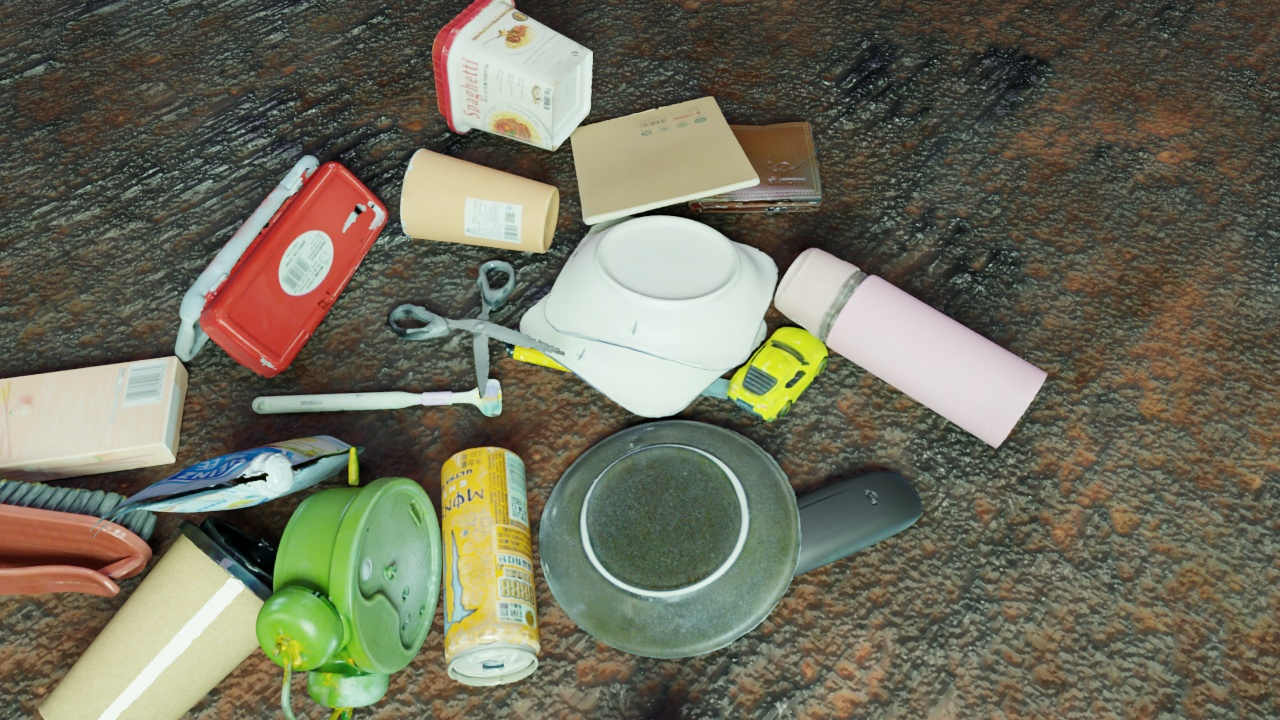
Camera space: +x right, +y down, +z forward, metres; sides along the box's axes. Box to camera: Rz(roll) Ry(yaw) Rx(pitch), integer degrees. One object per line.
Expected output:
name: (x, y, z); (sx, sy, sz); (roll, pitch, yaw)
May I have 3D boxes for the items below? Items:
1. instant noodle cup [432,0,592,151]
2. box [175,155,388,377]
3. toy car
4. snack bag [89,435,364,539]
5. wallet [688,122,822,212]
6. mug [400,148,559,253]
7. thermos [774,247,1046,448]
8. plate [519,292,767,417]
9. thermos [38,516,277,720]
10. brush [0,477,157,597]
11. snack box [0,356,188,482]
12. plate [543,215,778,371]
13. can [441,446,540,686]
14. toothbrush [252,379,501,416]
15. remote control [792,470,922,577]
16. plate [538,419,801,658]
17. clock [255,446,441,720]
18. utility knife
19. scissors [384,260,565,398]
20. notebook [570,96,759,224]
instant noodle cup: (-0.118, -0.270, 0.879); (0.124, 0.117, 0.116); (26, 56, 12)
box: (-0.306, -0.076, 0.764); (0.101, 0.095, 0.200); (-17, 39, 38)
toy car: (0.108, 0.004, 0.703); (0.048, 0.032, 0.105); (30, 47, 21)
snack bag: (-0.241, 0.073, 0.566); (0.110, 0.191, 0.039); (-8, 89, -4)
wallet: (0.104, -0.179, 0.856); (0.124, 0.032, 0.101); (-2, 54, 0)
mug: (-0.136, -0.133, 0.796); (0.123, 0.078, 0.078); (12, 52, 4)
thermos: (0.199, -0.013, 0.700); (0.198, 0.087, 0.067); (32, 91, 19)
plate: (0.004, -0.038, 0.728); (0.164, 0.034, 0.163); (33, 50, 25)
thermos: (-0.278, 0.166, 0.554); (0.093, 0.093, 0.143); (30, 66, 22)
brush: (-0.394, 0.121, 0.602); (0.146, 0.063, 0.069); (6, 40, 3)
snack box: (-0.426, 0.046, 0.684); (0.157, 0.026, 0.084); (-8, 52, -6)
plate: (0.020, -0.067, 0.709); (0.164, 0.034, 0.163); (15, 44, 10)
can: (-0.099, 0.129, 0.595); (0.058, 0.058, 0.145); (-7, 52, -5)
toothbrush: (-0.201, 0.031, 0.699); (0.189, 0.029, 0.020); (-2, 10, 1)
remote control: (0.132, 0.109, 0.630); (0.136, 0.024, 0.053); (-20, 53, -14)
plate: (0.017, 0.109, 0.617); (0.179, 0.024, 0.179); (-6, 52, 7)
clock: (-0.173, 0.143, 0.552); (0.056, 0.116, 0.160); (-2, 47, 13)
utility knife: (-0.004, 0.004, 0.720); (0.223, 0.015, 0.033); (12, 54, 8)
scissors: (-0.131, -0.027, 0.720); (0.159, 0.014, 0.180); (-7, 38, 10)
notebook: (0.013, -0.186, 0.827); (0.148, 0.008, 0.207); (-13, 35, 1)
